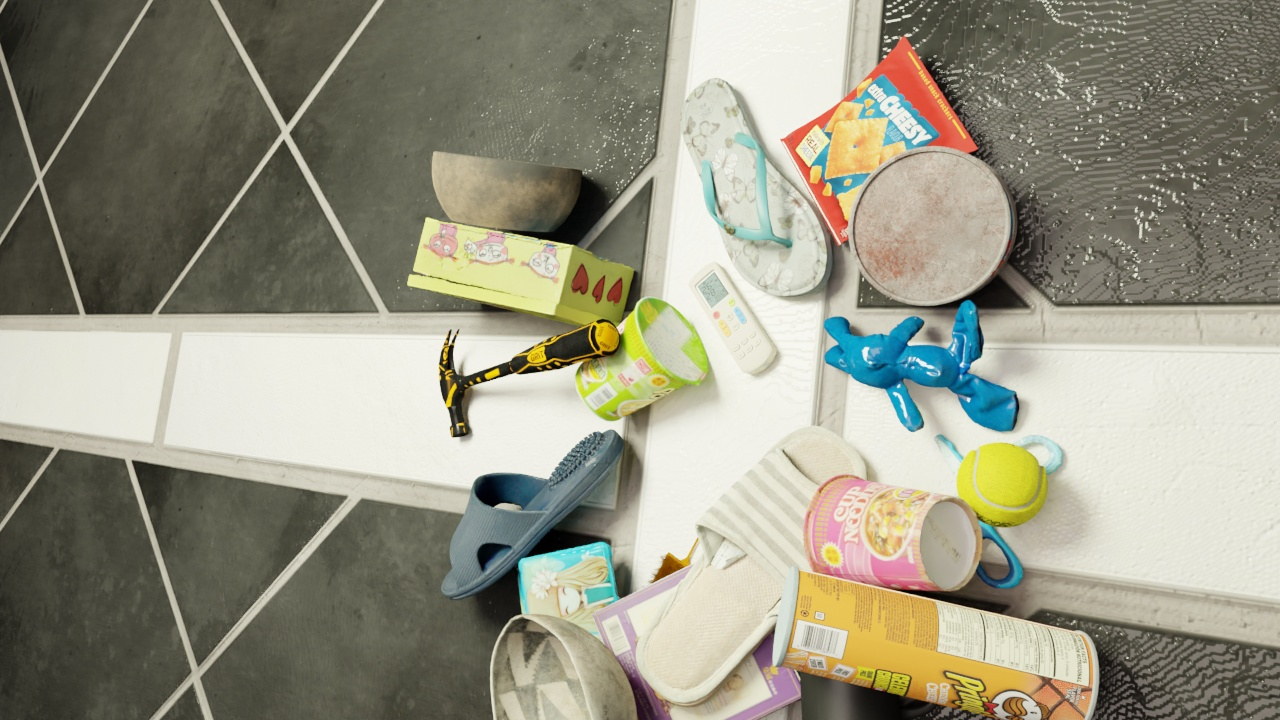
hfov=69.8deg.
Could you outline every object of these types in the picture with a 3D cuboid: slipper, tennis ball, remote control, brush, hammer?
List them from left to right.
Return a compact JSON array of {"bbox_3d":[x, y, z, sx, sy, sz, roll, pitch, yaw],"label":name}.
[{"bbox_3d":[-0.132,0.148,0.948,0.264,0.101,0.082,-42,105,16],"label":"slipper"},{"bbox_3d":[-0.131,0.002,0.971,0.322,0.036,0.123,-16,81,49],"label":"hammer"},{"bbox_3d":[0.031,0.213,0.888,0.048,0.017,0.126,31,98,34],"label":"brush"},{"bbox_3d":[0.089,-0.042,0.900,0.038,0.018,0.125,-40,61,21],"label":"remote control"},{"bbox_3d":[0.093,-0.169,0.897,0.098,0.054,0.268,-44,57,33],"label":"slipper"},{"bbox_3d":[0.095,0.175,0.791,0.114,0.054,0.272,34,84,19],"label":"slipper"},{"bbox_3d":[0.277,0.095,0.705,0.065,0.065,0.065,-7,77,32],"label":"tennis ball"}]

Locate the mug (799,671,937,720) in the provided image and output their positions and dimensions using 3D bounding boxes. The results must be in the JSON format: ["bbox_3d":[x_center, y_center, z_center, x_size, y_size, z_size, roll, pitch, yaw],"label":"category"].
[{"bbox_3d":[0.187,0.256,0.748,0.113,0.078,0.088,-2,78,6],"label":"mug"}]

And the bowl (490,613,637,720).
[{"bbox_3d":[-0.056,0.301,0.792,0.179,0.081,0.178,7,99,52],"label":"bowl"}]

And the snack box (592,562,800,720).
[{"bbox_3d":[0.051,0.262,0.819,0.148,0.040,0.143,-27,66,2],"label":"snack box"}]

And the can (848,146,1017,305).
[{"bbox_3d":[0.245,-0.112,0.772,0.130,0.044,0.130,4,99,28],"label":"can"}]

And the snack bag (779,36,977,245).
[{"bbox_3d":[0.211,-0.197,0.834,0.144,0.039,0.130,-36,65,30],"label":"snack bag"}]

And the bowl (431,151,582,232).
[{"bbox_3d":[-0.147,-0.184,1.005,0.162,0.161,0.070,15,104,35],"label":"bowl"}]

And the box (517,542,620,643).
[{"bbox_3d":[-0.079,0.307,0.897,0.170,0.085,0.227,-25,68,36],"label":"box"}]

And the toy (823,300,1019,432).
[{"bbox_3d":[0.225,-0.005,0.766,0.176,0.070,0.113,15,115,37],"label":"toy"}]

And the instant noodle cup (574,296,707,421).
[{"bbox_3d":[-0.005,0.005,0.912,0.108,0.098,0.098,-35,63,32],"label":"instant noodle cup"}]

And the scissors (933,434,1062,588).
[{"bbox_3d":[0.282,0.117,0.744,0.134,0.011,0.139,-24,69,25],"label":"scissors"}]

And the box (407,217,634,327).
[{"bbox_3d":[-0.129,-0.090,0.993,0.221,0.124,0.083,16,92,32],"label":"box"}]

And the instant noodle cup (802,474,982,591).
[{"bbox_3d":[0.200,0.139,0.719,0.109,0.097,0.097,-9,74,58],"label":"instant noodle cup"}]

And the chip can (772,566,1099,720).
[{"bbox_3d":[0.211,0.213,0.676,0.215,0.075,0.075,12,87,6],"label":"chip can"}]
